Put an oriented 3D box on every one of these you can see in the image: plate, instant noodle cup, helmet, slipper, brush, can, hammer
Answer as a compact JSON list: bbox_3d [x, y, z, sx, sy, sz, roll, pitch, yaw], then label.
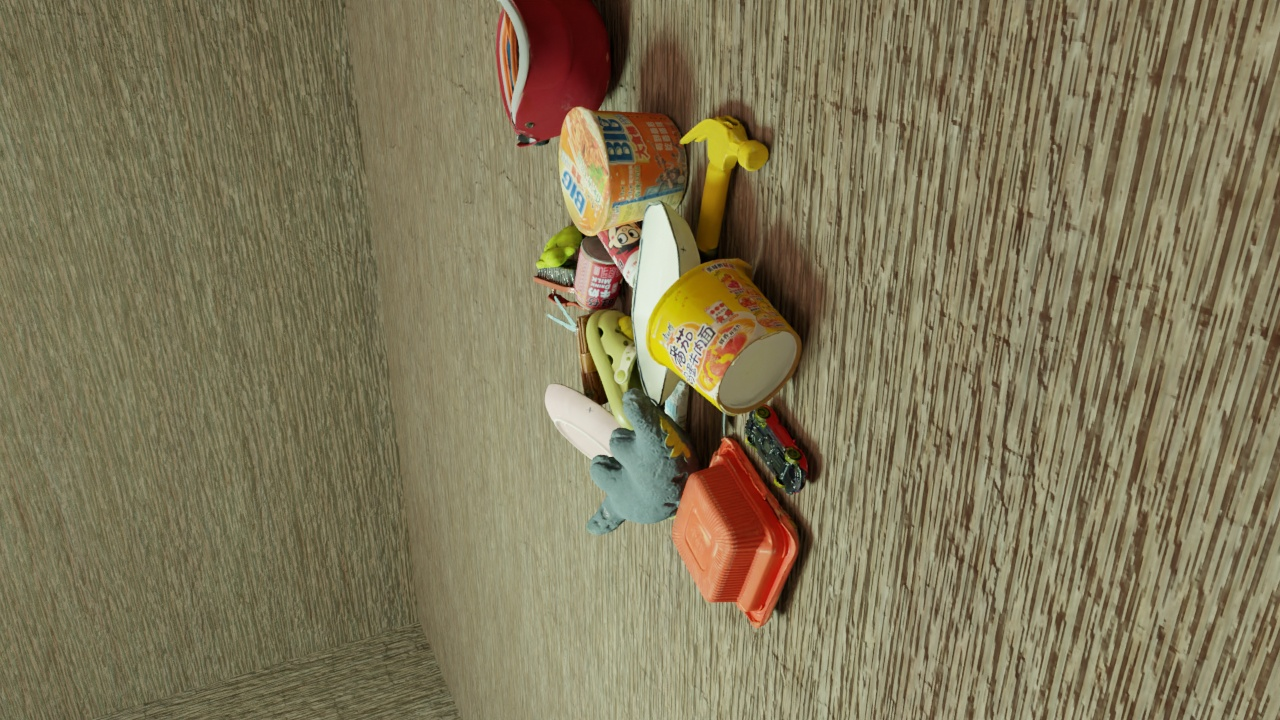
[{"bbox_3d":[0.030,-0.064,1.070,0.266,0.034,0.161,99,161,-48],"label":"plate"},{"bbox_3d":[-0.020,-0.231,1.100,0.151,0.111,0.151,38,134,55],"label":"instant noodle cup"},{"bbox_3d":[-0.064,0.107,1.299,0.192,0.039,0.193,34,162,12],"label":"plate"},{"bbox_3d":[-0.115,-0.392,1.207,0.240,0.144,0.207,-153,55,-77],"label":"helmet"},{"bbox_3d":[0.100,0.200,1.073,0.188,0.079,0.165,-121,35,-46],"label":"instant noodle cup"},{"bbox_3d":[0.090,-0.019,0.944,0.110,0.137,0.138,47,142,37],"label":"instant noodle cup"},{"bbox_3d":[-0.007,0.007,1.235,0.082,0.091,0.190,-31,61,27],"label":"slipper"},{"bbox_3d":[-0.109,-0.115,1.404,0.146,0.063,0.069,24,119,59],"label":"brush"},{"bbox_3d":[-0.015,-0.148,1.196,0.132,0.053,0.053,59,149,37],"label":"can"},{"bbox_3d":[-0.057,-0.122,1.281,0.066,0.066,0.094,59,149,36],"label":"can"},{"bbox_3d":[0.074,-0.130,1.037,0.128,0.032,0.301,52,144,45],"label":"hammer"}]

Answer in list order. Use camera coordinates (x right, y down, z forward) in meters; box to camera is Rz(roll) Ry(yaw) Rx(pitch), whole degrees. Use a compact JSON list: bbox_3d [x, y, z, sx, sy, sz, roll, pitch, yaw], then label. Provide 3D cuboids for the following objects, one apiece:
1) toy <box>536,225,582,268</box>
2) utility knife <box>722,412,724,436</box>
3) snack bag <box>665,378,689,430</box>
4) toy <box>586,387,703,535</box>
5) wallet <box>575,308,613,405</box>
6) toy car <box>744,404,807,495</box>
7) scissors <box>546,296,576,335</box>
[{"bbox_3d":[-0.119,-0.171,1.385,0.097,0.099,0.031,-4,129,49],"label":"toy"},{"bbox_3d":[0.101,-0.001,1.059,0.031,0.020,0.190,-87,-8,-68],"label":"utility knife"},{"bbox_3d":[0.047,0.059,1.186,0.048,0.026,0.104,34,130,49],"label":"snack bag"},{"bbox_3d":[0.006,0.148,1.178,0.357,0.138,0.091,112,170,-53],"label":"toy"},{"bbox_3d":[-0.061,-0.003,1.306,0.035,0.118,0.131,-5,98,21],"label":"wallet"},{"bbox_3d":[0.147,0.095,0.979,0.049,0.031,0.106,101,148,-42],"label":"toy car"},{"bbox_3d":[-0.092,-0.044,1.401,0.130,0.017,0.133,-1,127,53],"label":"scissors"}]
